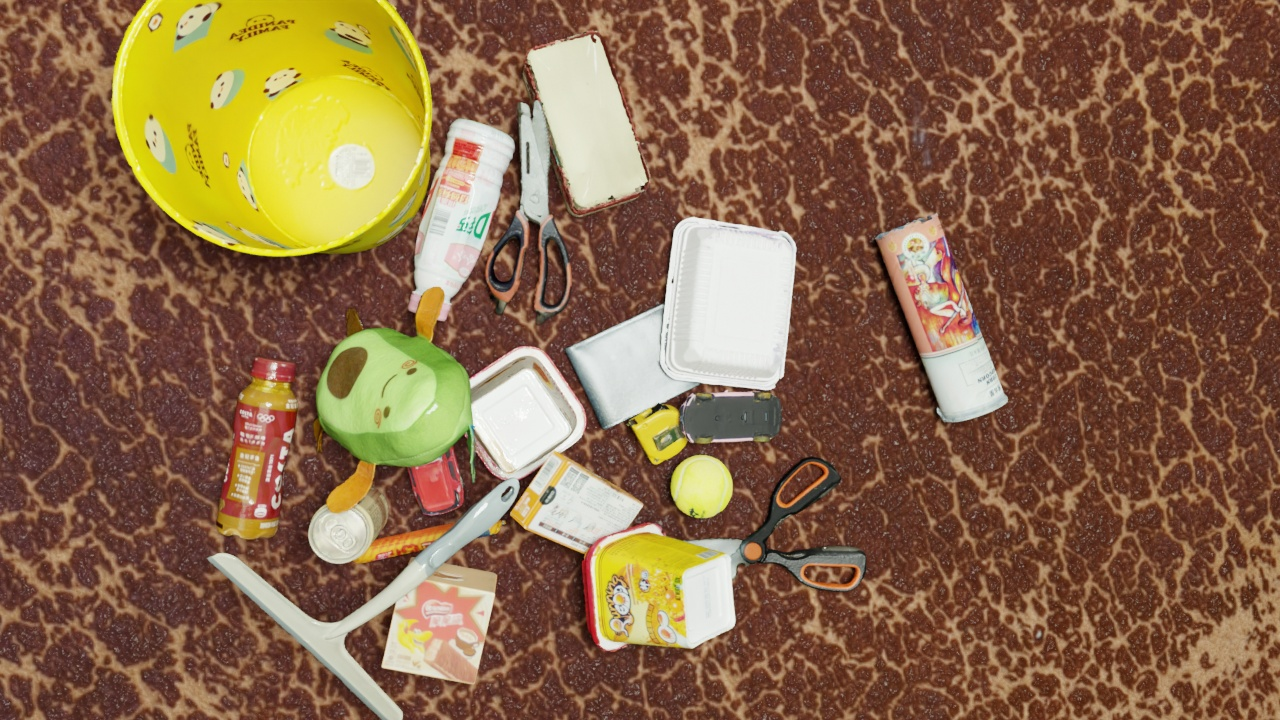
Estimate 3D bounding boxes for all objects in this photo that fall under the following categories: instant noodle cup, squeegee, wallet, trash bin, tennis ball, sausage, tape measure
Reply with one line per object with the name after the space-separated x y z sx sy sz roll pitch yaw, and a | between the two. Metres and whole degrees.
0.021 0.229 0.909 0.115 0.124 0.116 -7 94 -48 | instant noodle cup
0.098 -0.061 0.953 0.138 0.060 0.173 7 86 -10 | instant noodle cup
-0.206 0.192 0.835 0.246 0.039 0.246 -38 114 -7 | squeegee
-0.119 0.055 0.903 0.116 0.124 0.116 -34 95 -6 | instant noodle cup
-0.006 0.006 0.970 0.120 0.019 0.097 -25 94 -8 | wallet
-0.290 -0.195 0.809 0.229 0.255 0.229 0 91 -8 | trash bin
0.064 0.131 0.957 0.065 0.065 0.065 0 92 -7 | tennis ball
-0.221 0.184 0.946 0.165 0.021 0.021 -12 93 -6 | sausage
0.023 0.076 0.961 0.057 0.029 0.060 -31 118 -6 | tape measure

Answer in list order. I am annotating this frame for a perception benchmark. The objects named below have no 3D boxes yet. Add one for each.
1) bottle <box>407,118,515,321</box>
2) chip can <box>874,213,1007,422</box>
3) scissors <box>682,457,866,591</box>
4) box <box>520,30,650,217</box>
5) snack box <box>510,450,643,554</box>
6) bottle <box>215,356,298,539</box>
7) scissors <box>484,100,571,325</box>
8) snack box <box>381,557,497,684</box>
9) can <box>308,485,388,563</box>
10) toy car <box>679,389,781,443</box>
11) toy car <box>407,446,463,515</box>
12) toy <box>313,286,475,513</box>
-0.185 -0.138 0.921 0.068 0.068 0.197 17 93 -7 | bottle
0.320 -0.046 0.982 0.071 0.071 0.214 -22 94 -6 | chip can
0.140 0.193 0.994 0.221 0.022 0.224 21 87 -2 | scissors
-0.057 -0.237 0.925 0.091 0.079 0.168 -19 93 -7 | box
-0.059 0.148 0.912 0.026 0.153 0.075 33 86 37 | snack box
-0.375 0.085 0.906 0.057 0.057 0.175 10 90 -7 | bottle
-0.120 -0.145 0.920 0.195 0.015 0.206 -36 109 10 | scissors
-0.200 0.260 0.923 0.092 0.077 0.094 13 90 -7 | snack box
-0.281 0.156 0.890 0.058 0.116 0.058 0 91 -7 | can
0.094 0.059 0.967 0.122 0.037 0.056 0 90 -25 | toy car
-0.214 0.099 0.934 0.053 0.045 0.120 -15 91 -8 | toy car
-0.235 0.033 0.848 0.090 0.247 0.226 29 77 -46 | toy
